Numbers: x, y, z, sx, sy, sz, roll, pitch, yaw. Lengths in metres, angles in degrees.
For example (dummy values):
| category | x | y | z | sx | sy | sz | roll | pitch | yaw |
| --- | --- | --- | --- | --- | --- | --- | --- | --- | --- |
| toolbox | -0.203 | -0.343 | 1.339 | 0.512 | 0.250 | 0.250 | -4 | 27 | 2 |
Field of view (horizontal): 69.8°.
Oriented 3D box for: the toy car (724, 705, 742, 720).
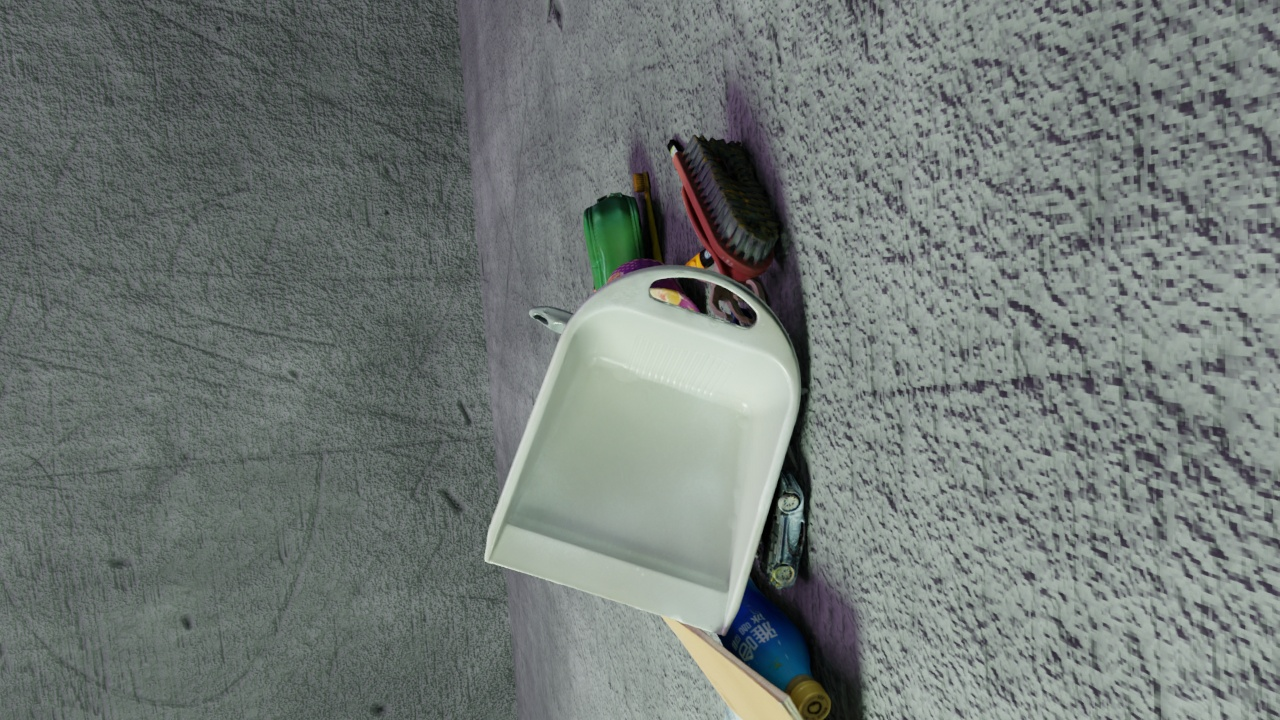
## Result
| category | x | y | z | sx | sy | sz | roll | pitch | yaw |
| --- | --- | --- | --- | --- | --- | --- | --- | --- | --- |
| toy car | 0.104 | 0.359 | 0.923 | 0.043 | 0.034 | 0.091 | -124 | 33 | -64 |

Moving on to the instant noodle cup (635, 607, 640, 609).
| category | x | y | z | sx | sy | sz | roll | pitch | yaw |
| --- | --- | --- | --- | --- | --- | --- | --- | --- | --- |
| instant noodle cup | 0.018 | 0.213 | 1.120 | 0.138 | 0.060 | 0.173 | 143 | 121 | -72 |

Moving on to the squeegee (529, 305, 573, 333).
| category | x | y | z | sx | sy | sz | roll | pitch | yaw |
| --- | --- | --- | --- | --- | --- | --- | --- | --- | --- |
| squeegee | -0.006 | 0.005 | 0.930 | 0.246 | 0.039 | 0.247 | 33 | 143 | 13 |

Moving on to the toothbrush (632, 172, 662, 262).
| category | x | y | z | sx | sy | sz | roll | pitch | yaw |
| --- | --- | --- | --- | --- | --- | --- | --- | --- | --- |
| toothbrush | 0.014 | -0.137 | 1.090 | 0.016 | 0.016 | 0.190 | 128 | 134 | -70 |

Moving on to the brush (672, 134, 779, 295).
| category | x | y | z | sx | sy | sz | roll | pitch | yaw |
| --- | --- | --- | --- | --- | --- | --- | --- | --- | --- |
| brush | 0.075 | -0.126 | 0.803 | 0.069 | 0.063 | 0.145 | -60 | 39 | 45 |

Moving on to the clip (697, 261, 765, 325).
| category | x | y | z | sx | sy | sz | roll | pitch | yaw |
| --- | --- | --- | --- | --- | --- | --- | --- | --- | --- |
| clip | 0.079 | -0.072 | 0.839 | 0.076 | 0.034 | 0.100 | -63 | 33 | 28 |

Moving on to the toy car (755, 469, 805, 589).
| category | x | y | z | sx | sy | sz | roll | pitch | yaw |
| --- | --- | --- | --- | --- | --- | --- | --- | --- | --- |
| toy car | 0.122 | 0.143 | 0.786 | 0.049 | 0.031 | 0.106 | -138 | 48 | -68 |

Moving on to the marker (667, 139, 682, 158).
| category | x | y | z | sx | sy | sz | roll | pitch | yaw |
| --- | --- | --- | --- | --- | --- | --- | --- | --- | --- |
| marker | 0.048 | -0.203 | 0.959 | 0.124 | 0.015 | 0.018 | -112 | 23 | -52 |

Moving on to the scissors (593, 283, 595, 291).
| category | x | y | z | sx | sy | sz | roll | pitch | yaw |
| --- | --- | --- | --- | --- | --- | --- | --- | --- | --- |
| scissors | -0.041 | -0.064 | 1.173 | 0.177 | 0.015 | 0.210 | 38 | -145 | -61 |

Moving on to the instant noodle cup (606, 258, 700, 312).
| category | x | y | z | sx | sy | sz | roll | pitch | yaw |
| --- | --- | --- | --- | --- | --- | --- | --- | --- | --- |
| instant noodle cup | 0.006 | -0.053 | 0.999 | 0.099 | 0.111 | 0.112 | -105 | 17 | -55 |

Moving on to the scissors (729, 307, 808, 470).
| category | x | y | z | sx | sy | sz | roll | pitch | yaw |
| --- | --- | --- | --- | --- | --- | --- | --- | --- | --- |
| scissors | 0.108 | 0.026 | 0.833 | 0.176 | 0.012 | 0.162 | 135 | 127 | -67 |

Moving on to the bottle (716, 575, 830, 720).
| category | x | y | z | sx | sy | sz | roll | pitch | yaw |
| --- | --- | --- | --- | --- | --- | --- | --- | --- | --- |
| bottle | 0.105 | 0.249 | 0.823 | 0.219 | 0.065 | 0.065 | -140 | 46 | -67 |

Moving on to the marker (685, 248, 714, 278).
| category | x | y | z | sx | sy | sz | roll | pitch | yaw |
| --- | --- | --- | --- | --- | --- | --- | --- | --- | --- |
| marker | 0.068 | -0.104 | 0.920 | 0.124 | 0.015 | 0.018 | 151 | 106 | -70 |

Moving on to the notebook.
| category | x | y | z | sx | sy | sz | roll | pitch | yaw |
| --- | --- | --- | --- | --- | --- | --- | --- | --- | --- |
| notebook | 0.098 | 0.296 | 0.787 | 0.149 | 0.012 | 0.212 | 58 | 163 | -19 |

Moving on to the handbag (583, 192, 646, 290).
| category | x | y | z | sx | sy | sz | roll | pitch | yaw |
| --- | --- | --- | --- | --- | --- | --- | --- | --- | --- |
| handbag | -0.029 | -0.133 | 1.115 | 0.120 | 0.068 | 0.131 | -104 | 4 | -69 |

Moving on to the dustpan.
| category | x | y | z | sx | sy | sz | roll | pitch | yaw |
| --- | --- | --- | --- | --- | --- | --- | --- | --- | --- |
| dustpan | 0.014 | 0.064 | 0.752 | 0.143 | 0.222 | 0.257 | 111 | 177 | -71 |
